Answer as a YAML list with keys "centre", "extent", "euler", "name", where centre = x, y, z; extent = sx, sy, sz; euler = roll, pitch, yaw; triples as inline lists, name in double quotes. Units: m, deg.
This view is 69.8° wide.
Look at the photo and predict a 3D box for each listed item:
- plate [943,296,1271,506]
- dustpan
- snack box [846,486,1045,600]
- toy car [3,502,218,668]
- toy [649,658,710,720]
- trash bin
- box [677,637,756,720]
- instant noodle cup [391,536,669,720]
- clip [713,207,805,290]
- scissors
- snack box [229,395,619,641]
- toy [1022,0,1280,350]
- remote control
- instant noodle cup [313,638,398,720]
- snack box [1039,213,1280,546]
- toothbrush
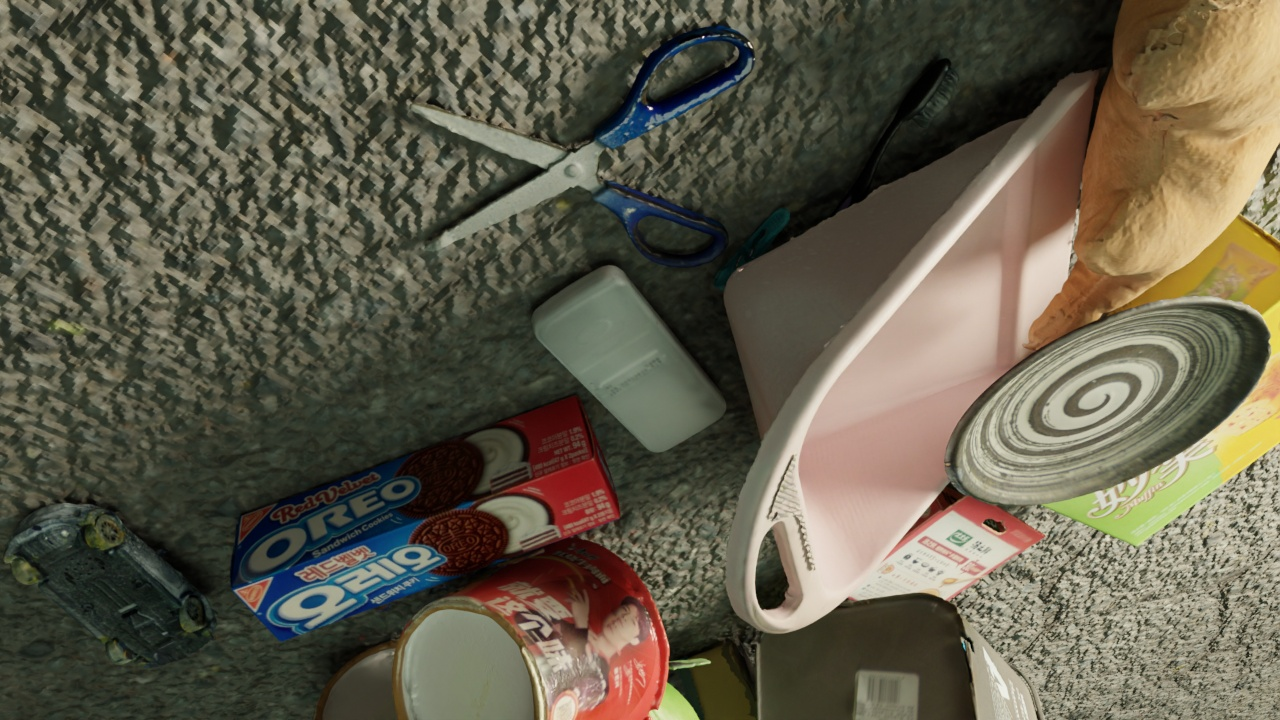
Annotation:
- centre: [0.254, 0.024, 0.514]
  extent: [0.179, 0.024, 0.180]
  euler: [-8, 139, -7]
  name: "plate"
- centre: [0.151, 0.022, 0.478]
  extent: [0.273, 0.138, 0.223]
  euler: [-24, 138, 1]
  name: "dustpan"
- centre: [0.212, 0.134, 0.681]
  extent: [0.113, 0.044, 0.127]
  euler: [29, 118, -37]
  name: "snack box"
- centre: [-0.285, 0.122, 0.501]
  extent: [0.054, 0.036, 0.121]
  euler: [-25, 125, 5]
  name: "toy car"
- centre: [-0.003, 0.291, 0.664]
  extent: [0.227, 0.089, 0.247]
  euler: [16, 137, 26]
  name: "toy"
- centre: [0.198, 0.293, 0.693]
  extent: [0.199, 0.198, 0.220]
  euler: [-14, 139, 22]
  name: "trash bin"
- centre: [0.085, 0.305, 0.765]
  extent: [0.059, 0.089, 0.184]
  euler: [-24, 132, 4]
  name: "box"
- centre: [-0.067, 0.179, 0.534]
  extent: [0.138, 0.138, 0.108]
  euler: [-45, 160, 22]
  name: "instant noodle cup"
- centre: [0.061, -0.054, 0.475]
  extent: [0.056, 0.013, 0.038]
  euler: [-40, 131, 16]
  name: "clip"
- centre: [-0.017, -0.088, 0.416]
  extent: [0.176, 0.012, 0.162]
  euler: [-37, 133, 16]
  name: "scissors"
- centre: [-0.119, 0.089, 0.513]
  extent: [0.207, 0.057, 0.058]
  euler: [-20, 132, -1]
  name: "snack box"
- centre: [0.256, -0.094, 0.450]
  extent: [0.143, 0.082, 0.226]
  euler: [-27, 138, -22]
  name: "toy"
- centre: [-0.003, 0.003, 0.499]
  extent: [0.056, 0.020, 0.136]
  euler: [-31, 134, 11]
  name: "remote control"
- centre: [-0.154, 0.263, 0.617]
  extent: [0.138, 0.138, 0.110]
  euler: [-9, 124, -12]
  name: "instant noodle cup"
- centre: [0.359, 0.024, 0.613]
  extent: [0.157, 0.070, 0.210]
  euler: [22, 121, -34]
  name: "snack box"
- centre: [0.102, -0.070, 0.474]
  extent: [0.016, 0.014, 0.189]
  euler: [16, 125, -24]
  name: "toothbrush"
